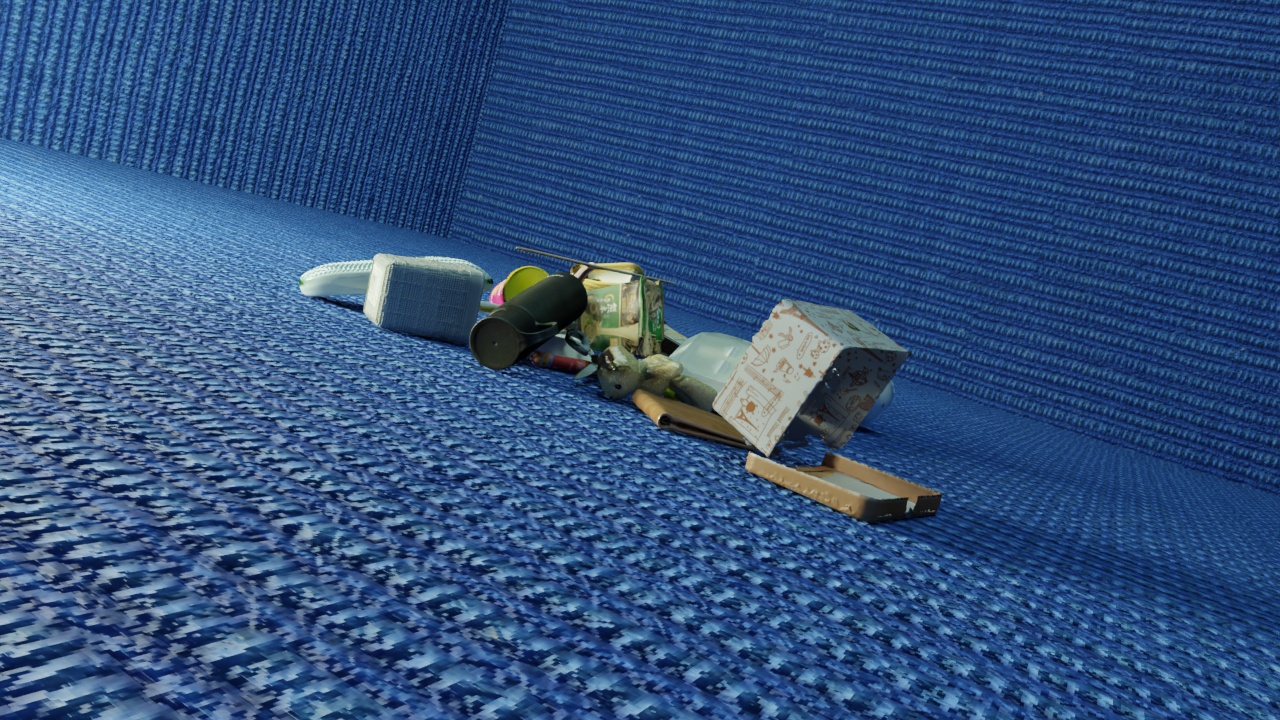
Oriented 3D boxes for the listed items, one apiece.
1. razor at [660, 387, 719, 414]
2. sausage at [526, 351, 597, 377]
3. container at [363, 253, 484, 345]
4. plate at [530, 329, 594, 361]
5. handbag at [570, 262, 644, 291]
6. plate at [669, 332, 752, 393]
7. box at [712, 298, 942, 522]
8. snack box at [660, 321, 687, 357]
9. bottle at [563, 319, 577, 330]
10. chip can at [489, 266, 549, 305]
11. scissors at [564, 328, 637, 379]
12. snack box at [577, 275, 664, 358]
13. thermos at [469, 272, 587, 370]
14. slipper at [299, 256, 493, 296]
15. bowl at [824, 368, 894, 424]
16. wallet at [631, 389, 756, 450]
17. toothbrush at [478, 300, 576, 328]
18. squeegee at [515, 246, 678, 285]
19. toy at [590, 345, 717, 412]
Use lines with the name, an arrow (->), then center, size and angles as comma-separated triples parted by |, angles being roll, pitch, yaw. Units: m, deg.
razor -> 0.054, 0.044, 1.115 | 0.143, 0.022, 0.042 | 20, 37, 3
sausage -> -0.070, 0.009, 1.128 | 0.155, 0.020, 0.020 | 12, 8, -33
container -> -0.259, -0.075, 1.089 | 0.114, 0.090, 0.090 | 8, 9, -31
plate -> -0.130, -0.026, 1.211 | 0.163, 0.034, 0.164 | 15, 6, -7
handbag -> -0.079, -0.095, 1.544 | 0.179, 0.063, 0.163 | 2, -32, 8
plate -> 0.114, 0.011, 1.241 | 0.162, 0.034, 0.265 | 18, 19, 12
box -> 0.197, 0.062, 0.855 | 0.193, 0.157, 0.182 | 40, 21, 30
snack box -> 0.052, -0.020, 1.411 | 0.126, 0.053, 0.113 | 31, 10, 17
bottle -> -0.058, -0.050, 1.476 | 0.174, 0.057, 0.057 | 11, 8, -37
chip can -> -0.176, -0.093, 1.339 | 0.071, 0.071, 0.211 | 14, -3, -15
scissors -> -0.051, 0.001, 1.111 | 0.159, 0.014, 0.175 | 36, 20, 35
snack box -> -0.031, -0.059, 1.312 | 0.106, 0.117, 0.118 | 0, -2, 16
thermos -> -0.117, -0.049, 1.083 | 0.090, 0.068, 0.242 | -1, 16, 12
slipper -> -0.308, -0.090, 1.180 | 0.245, 0.074, 0.104 | -5, 16, -23
bowl -> 0.312, 0.059, 1.365 | 0.118, 0.118, 0.064 | 18, 46, 14
wallet -> 0.056, 0.064, 0.972 | 0.115, 0.020, 0.101 | 17, 7, -19
toothbrush -> -0.167, -0.062, 1.204 | 0.191, 0.016, 0.018 | 9, 16, -33
squeegee -> -0.102, -0.115, 1.438 | 0.247, 0.040, 0.250 | 11, -21, -19
toy -> 0.018, 0.026, 1.043 | 0.157, 0.066, 0.105 | 20, -3, -29
